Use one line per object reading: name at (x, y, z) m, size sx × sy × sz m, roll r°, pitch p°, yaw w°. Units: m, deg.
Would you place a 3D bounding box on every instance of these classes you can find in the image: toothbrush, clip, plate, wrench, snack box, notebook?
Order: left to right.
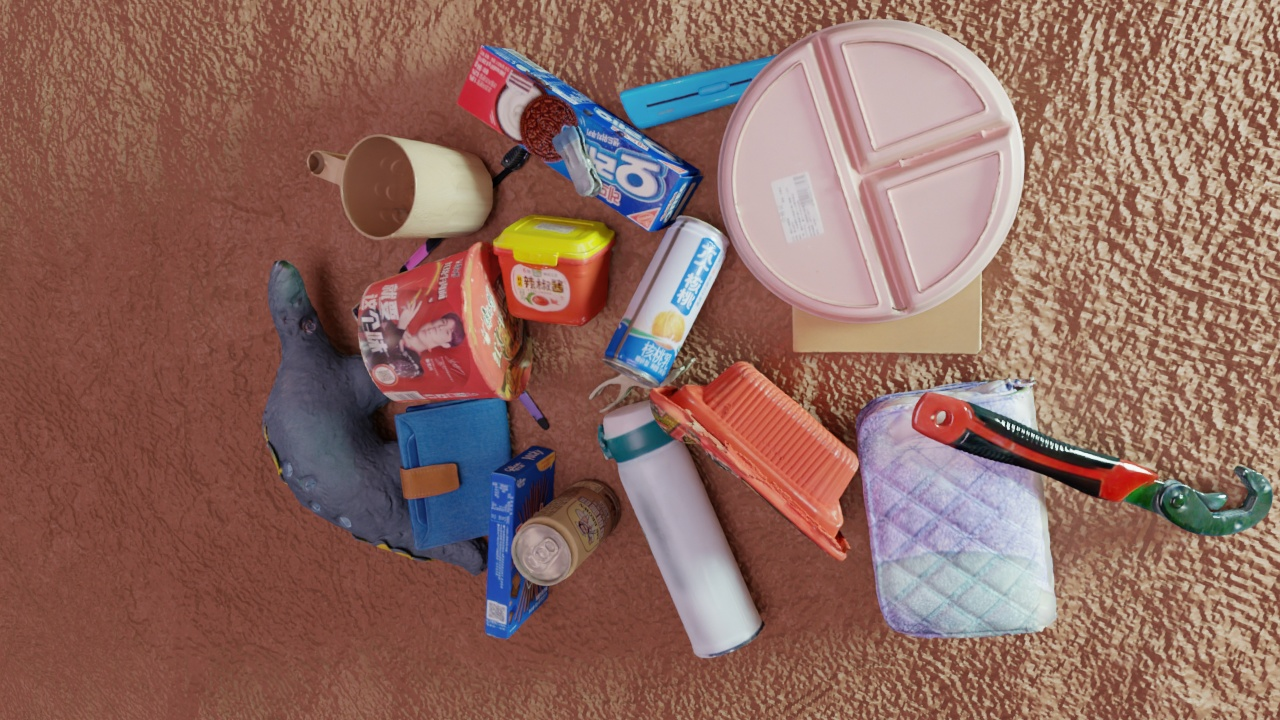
toothbrush at (-0.164, -0.135, 0.837) m, size 0.190 × 0.017 × 0.014 m, roll -39°, pitch 77°, yaw 24°
toothbrush at (-0.144, -0.010, 0.858) m, size 0.014 × 0.016 × 0.189 m, roll -37°, pitch 89°, yaw 22°
snack box at (-0.110, 0.166, 0.846) m, size 0.026 × 0.084 × 0.157 m, roll 9°, pitch 105°, yaw 18°
snack box at (-0.071, -0.077, 0.787) m, size 0.091 × 0.081 × 0.080 m, roll 9°, pitch 118°, yaw 19°
clip at (-0.050, -0.157, 0.729) m, size 0.025 × 0.031 × 0.057 m, roll -23°, pitch 92°, yaw 25°
snack box at (-0.051, -0.186, 0.763) m, size 0.207 × 0.057 × 0.058 m, roll 35°, pitch 114°, yaw 9°
clip at (-0.007, -0.001, 0.802) m, size 0.103 × 0.034 × 0.092 m, roll -12°, pitch 101°, yaw 30°
plate at (0.168, -0.139, 0.697) m, size 0.230 × 0.028 × 0.230 m, roll 4°, pitch 105°, yaw 17°
notebook at (0.190, -0.108, 0.719) m, size 0.148 × 0.008 × 0.208 m, roll 1°, pitch 102°, yaw 20°
wrench at (0.323, 0.075, 0.658) m, size 0.273 × 0.016 × 0.056 m, roll 15°, pitch 98°, yaw -5°

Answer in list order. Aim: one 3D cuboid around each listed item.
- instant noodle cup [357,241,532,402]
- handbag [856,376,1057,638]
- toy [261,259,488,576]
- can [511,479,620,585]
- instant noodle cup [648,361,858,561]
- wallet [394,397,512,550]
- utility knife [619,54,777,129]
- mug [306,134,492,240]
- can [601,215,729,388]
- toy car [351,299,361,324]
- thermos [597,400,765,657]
instant noodle cup at (-0.169, -0.025, 0.791) m, size 0.109 × 0.137 × 0.138 m, roll -10°, pitch 98°, yaw 14°
handbag at (0.243, 0.113, 0.713) m, size 0.134 × 0.075 × 0.194 m, roll -7°, pitch 101°, yaw 16°
toy at (-0.284, 0.077, 0.887) m, size 0.138 × 0.091 × 0.356 m, roll -29°, pitch 96°, yaw 5°
can at (-0.064, 0.149, 0.808) m, size 0.058 × 0.116 × 0.058 m, roll 4°, pitch 103°, yaw 19°
instant noodle cup at (0.101, 0.067, 0.715) m, size 0.189 × 0.164 × 0.079 m, roll 42°, pitch 95°, yaw 7°
wallet at (-0.169, 0.103, 0.855) m, size 0.106 × 0.040 × 0.133 m, roll -9°, pitch 99°, yaw -20°
utility knife at (0.079, -0.222, 0.730) m, size 0.199 × 0.018 × 0.034 m, roll -9°, pitch 98°, yaw 20°
mug at (-0.205, -0.152, 0.792) m, size 0.125 × 0.103 × 0.084 m, roll 23°, pitch 106°, yaw 25°
can at (0.021, -0.047, 0.742) m, size 0.053 × 0.053 × 0.134 m, roll 25°, pitch 83°, yaw 13°
toy car at (-0.239, -0.023, 0.880) m, size 0.042 × 0.035 × 0.090 m, roll -34°, pitch 91°, yaw 24°
thermos at (0.032, 0.142, 0.800) m, size 0.073 × 0.073 × 0.224 m, roll -22°, pitch 93°, yaw 23°
